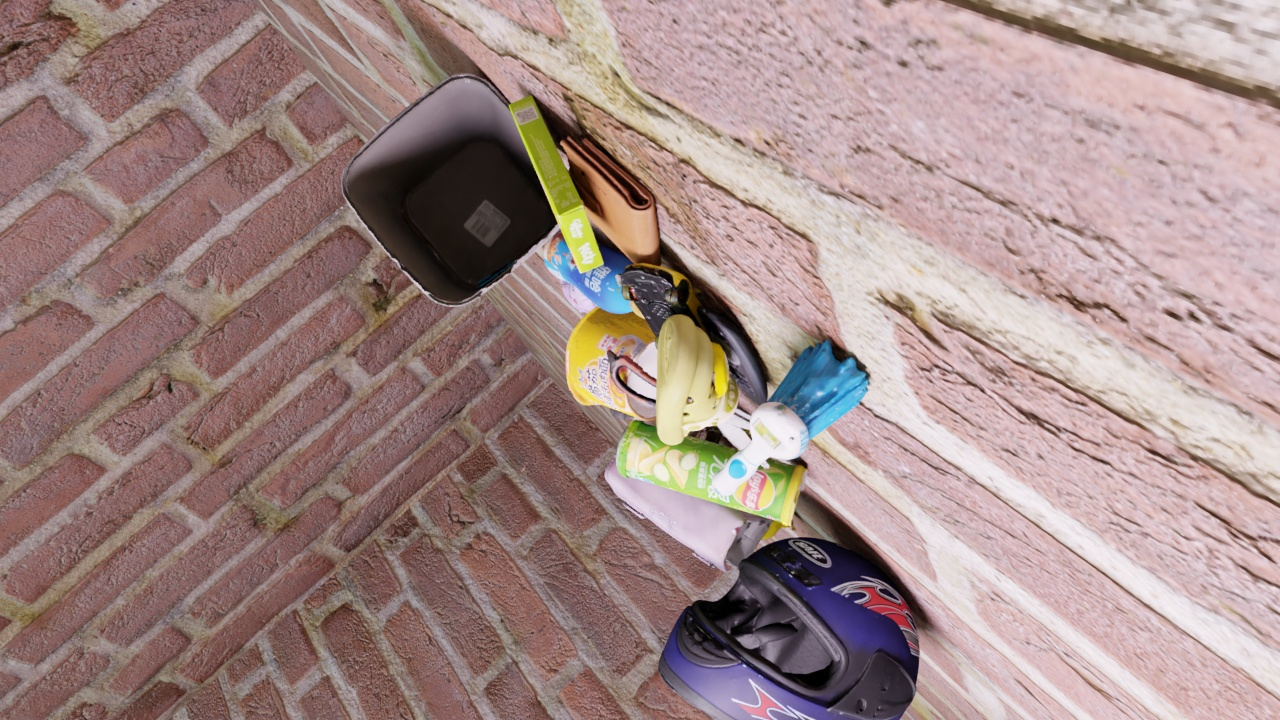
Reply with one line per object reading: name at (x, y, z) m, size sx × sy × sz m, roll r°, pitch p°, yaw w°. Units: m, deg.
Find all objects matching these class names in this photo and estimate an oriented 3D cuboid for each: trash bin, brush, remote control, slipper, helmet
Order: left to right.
trash bin at (-0.195, -0.179, 1.053) m, size 0.198 × 0.199 × 0.220 m, roll 50°, pitch 178°, yaw -4°
slipper at (0.054, 0.022, 0.893) m, size 0.191 × 0.081 × 0.091 m, roll 95°, pitch 173°, yaw -64°
remote control at (0.094, -0.007, 0.882) m, size 0.053 × 0.024 × 0.136 m, roll 42°, pitch 169°, yaw 48°
brush at (0.116, 0.066, 0.805) m, size 0.060 × 0.109 × 0.315 m, roll 45°, pitch 171°, yaw 9°
helmet at (0.197, 0.334, 1.115) m, size 0.315 × 0.240 × 0.247 m, roll 32°, pitch 176°, yaw -33°

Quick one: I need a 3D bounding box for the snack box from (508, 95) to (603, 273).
snack box at (-0.078, -0.165, 0.854) m, size 0.086 × 0.026 × 0.156 m, roll 70°, pitch 177°, yaw -59°

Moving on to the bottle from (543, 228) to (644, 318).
bottle at (-0.040, -0.095, 1.030) m, size 0.219 × 0.065 × 0.065 m, roll 36°, pitch 166°, yaw 53°

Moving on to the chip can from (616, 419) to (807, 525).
chip can at (0.080, 0.130, 1.083) m, size 0.221 × 0.072 × 0.072 m, roll 15°, pitch 162°, yaw 15°

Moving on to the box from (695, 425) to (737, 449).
box at (0.108, 0.128, 1.197) m, size 0.081 × 0.075 × 0.163 m, roll 21°, pitch 180°, yaw 11°

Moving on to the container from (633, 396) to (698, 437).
container at (0.041, 0.082, 1.363) m, size 0.111 × 0.090 × 0.090 m, roll 49°, pitch 173°, yaw 18°

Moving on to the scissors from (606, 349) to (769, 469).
scissors at (0.062, 0.033, 1.020) m, size 0.015 × 0.190 × 0.222 m, roll -45°, pitch -57°, yaw -65°

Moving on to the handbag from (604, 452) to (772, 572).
handbag at (0.059, 0.187, 1.199) m, size 0.197 × 0.098 × 0.145 m, roll 33°, pitch 179°, yaw 24°

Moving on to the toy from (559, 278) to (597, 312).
toy at (-0.090, -0.101, 1.362) m, size 0.084 × 0.039 × 0.108 m, roll 58°, pitch 170°, yaw -20°

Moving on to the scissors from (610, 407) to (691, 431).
scissors at (0.031, 0.062, 1.221) m, size 0.180 × 0.014 × 0.159 m, roll -5°, pitch -161°, yaw -40°

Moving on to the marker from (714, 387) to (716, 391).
marker at (0.059, 0.013, 1.189) m, size 0.146 × 0.017 × 0.017 m, roll 41°, pitch 169°, yaw 42°

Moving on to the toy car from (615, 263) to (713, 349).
toy car at (0.034, -0.049, 0.903) m, size 0.071 × 0.041 × 0.156 m, roll 7°, pitch 151°, yaw 34°

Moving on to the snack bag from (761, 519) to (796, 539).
snack bag at (0.098, 0.204, 1.344) m, size 0.247 × 0.068 × 0.158 m, roll 9°, pitch 163°, yaw 23°

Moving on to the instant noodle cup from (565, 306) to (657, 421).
instant noodle cup at (-0.007, 0.007, 1.125) m, size 0.110 × 0.138 × 0.138 m, roll 27°, pitch 159°, yaw 47°

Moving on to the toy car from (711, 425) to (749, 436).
toy car at (0.102, 0.073, 1.158) m, size 0.048 × 0.032 × 0.105 m, roll 27°, pitch -173°, yaw -34°

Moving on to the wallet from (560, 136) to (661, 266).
wallet at (-0.024, -0.143, 0.848) m, size 0.108 × 0.031 × 0.132 m, roll 45°, pitch 170°, yaw 16°
